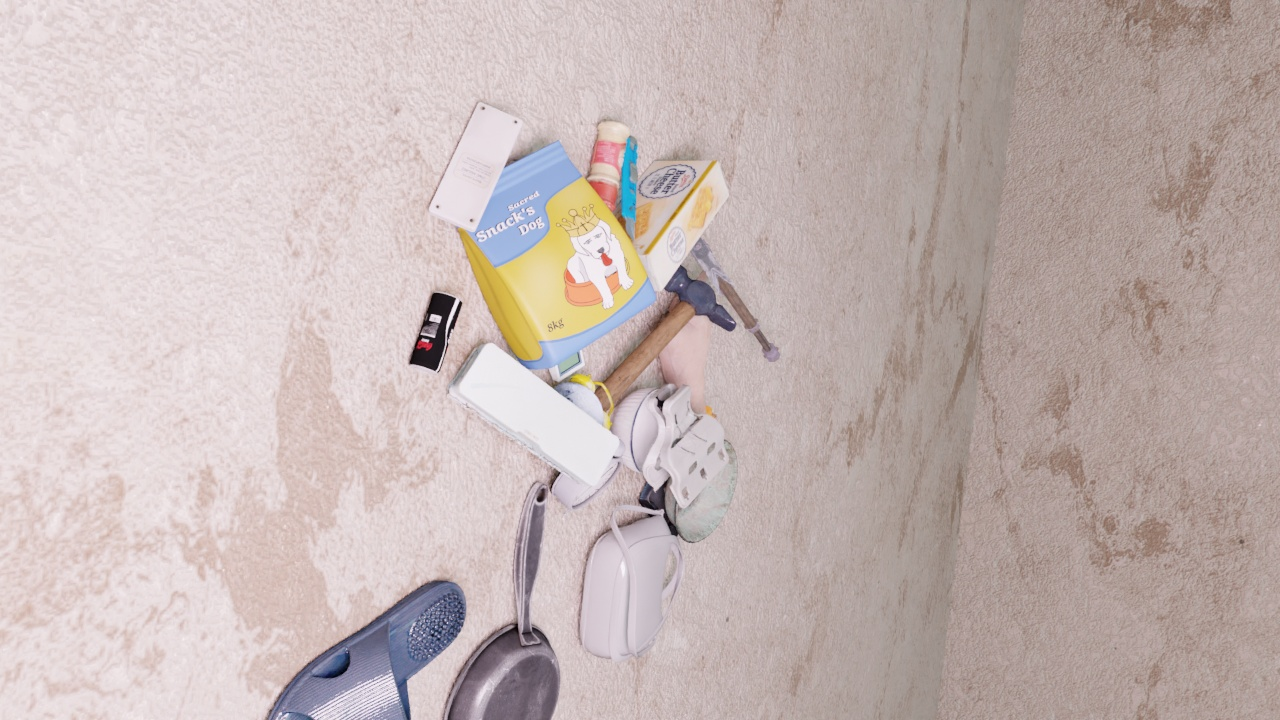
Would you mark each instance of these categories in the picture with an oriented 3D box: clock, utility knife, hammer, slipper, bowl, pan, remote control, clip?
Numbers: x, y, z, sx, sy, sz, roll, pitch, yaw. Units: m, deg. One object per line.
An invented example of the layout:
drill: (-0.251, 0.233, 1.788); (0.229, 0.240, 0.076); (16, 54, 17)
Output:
clock: (-0.080, 0.064, 1.086); (0.118, 0.057, 0.083); (-26, 95, -30)
utility knife: (-0.012, -0.219, 1.144); (0.031, 0.015, 0.178); (30, 48, -39)
clock: (-0.060, 0.135, 1.124); (0.094, 0.035, 0.123); (-28, 157, -43)
hammer: (-0.007, 0.007, 1.186); (0.320, 0.129, 0.040); (-47, 174, -26)
slipper: (-0.248, 0.312, 0.897); (0.262, 0.083, 0.101); (-39, 125, -47)
hammer: (0.139, -0.081, 1.310); (0.028, 0.147, 0.317); (-34, 142, 7)
bowl: (-0.003, 0.091, 1.232); (0.117, 0.062, 0.118); (-17, 111, -54)
pan: (-0.144, 0.325, 1.094); (0.187, 0.055, 0.357); (14, 89, -56)
remote control: (-0.103, -0.051, 1.087); (0.049, 0.024, 0.143); (-34, 123, -43)
remote control: (-0.169, -0.200, 0.944); (0.011, 0.050, 0.135); (132, -21, -71)
bowl: (0.083, 0.185, 1.339); (0.157, 0.039, 0.158); (-25, 123, -46)
clip: (0.045, 0.104, 1.216); (0.125, 0.097, 0.152); (-41, 108, -46)

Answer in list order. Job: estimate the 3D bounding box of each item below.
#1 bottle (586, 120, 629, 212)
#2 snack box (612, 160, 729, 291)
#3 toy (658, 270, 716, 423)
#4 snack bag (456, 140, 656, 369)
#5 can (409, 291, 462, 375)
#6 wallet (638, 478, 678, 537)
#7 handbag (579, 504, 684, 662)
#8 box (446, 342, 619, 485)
bottle: (-0.042, -0.238, 1.126); (0.044, 0.044, 0.109); (21, 79, -56)
snack box: (0.022, -0.177, 1.176); (0.207, 0.104, 0.057); (-56, 138, -34)
toy: (0.086, 0.018, 1.351); (0.195, 0.065, 0.264); (-51, 138, -33)
snack bag: (-0.100, -0.115, 0.993); (0.158, 0.102, 0.205); (-34, 105, -26)
can: (-0.207, -0.027, 0.931); (0.031, 0.032, 0.080); (33, 69, -54)
wallet: (0.040, 0.197, 1.350); (0.089, 0.026, 0.115); (-60, 142, -29)
handbag: (0.011, 0.300, 1.271); (0.222, 0.096, 0.216); (-5, 103, -58)
box: (-0.112, 0.059, 1.005); (0.199, 0.066, 0.083); (37, 92, -24)
